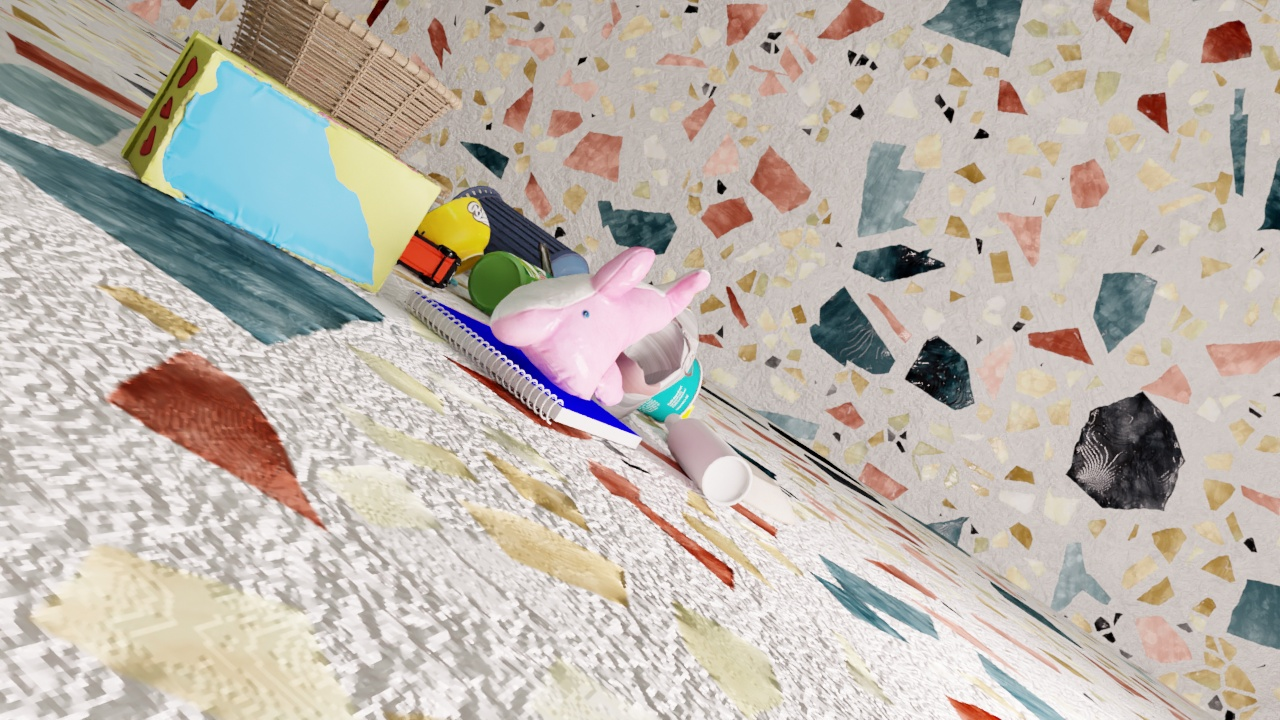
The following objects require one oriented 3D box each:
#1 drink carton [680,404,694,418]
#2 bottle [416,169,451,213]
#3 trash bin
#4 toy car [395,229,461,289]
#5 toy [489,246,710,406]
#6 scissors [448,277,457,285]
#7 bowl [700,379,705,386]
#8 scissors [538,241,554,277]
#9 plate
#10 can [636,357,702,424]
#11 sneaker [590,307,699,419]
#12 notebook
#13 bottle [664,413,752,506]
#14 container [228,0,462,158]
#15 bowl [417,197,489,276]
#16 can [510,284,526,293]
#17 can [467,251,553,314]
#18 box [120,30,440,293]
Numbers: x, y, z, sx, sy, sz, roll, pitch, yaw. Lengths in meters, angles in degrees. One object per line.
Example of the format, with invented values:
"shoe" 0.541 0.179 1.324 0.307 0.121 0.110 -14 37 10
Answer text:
"drink carton" 0.007 0.040 1.287 0.134 0.043 0.058 31 6 -22
"bottle" -0.318 -0.210 1.293 0.056 0.105 0.056 33 4 -3
"trash bin" -0.205 -0.170 1.506 0.249 0.139 0.139 37 6 30
"toy car" -0.268 -0.129 1.110 0.100 0.051 0.049 32 7 -25
"toy" -0.036 -0.022 0.878 0.264 0.187 0.128 -16 82 -54
"scissors" -0.281 -0.129 1.277 0.118 0.015 0.139 35 10 19
"bowl" 0.034 0.011 1.301 0.119 0.032 0.119 33 3 -2
"scissors" -0.126 -0.094 1.346 0.140 0.015 0.189 51 -25 0
"plate" 0.114 0.133 1.109 0.188 0.027 0.188 33 4 -3
"can" -0.007 0.007 1.166 0.144 0.099 0.099 31 5 -32
"sneaker" 0.027 -0.016 1.060 0.099 0.090 0.235 54 37 -6
"notebook" -0.113 0.010 0.882 0.209 0.022 0.171 35 3 28
"bottle" 0.061 0.095 0.980 0.052 0.052 0.195 32 4 -19
"container" -0.324 -0.236 0.902 0.227 0.196 0.227 33 4 -3
"bowl" -0.244 -0.151 1.189 0.067 0.117 0.117 58 7 5
"can" -0.121 -0.051 1.168 0.072 0.072 0.128 34 4 18
"can" -0.166 -0.093 1.239 0.083 0.083 0.144 34 4 16
"box" -0.295 -0.159 0.771 0.220 0.124 0.079 27 7 -43
